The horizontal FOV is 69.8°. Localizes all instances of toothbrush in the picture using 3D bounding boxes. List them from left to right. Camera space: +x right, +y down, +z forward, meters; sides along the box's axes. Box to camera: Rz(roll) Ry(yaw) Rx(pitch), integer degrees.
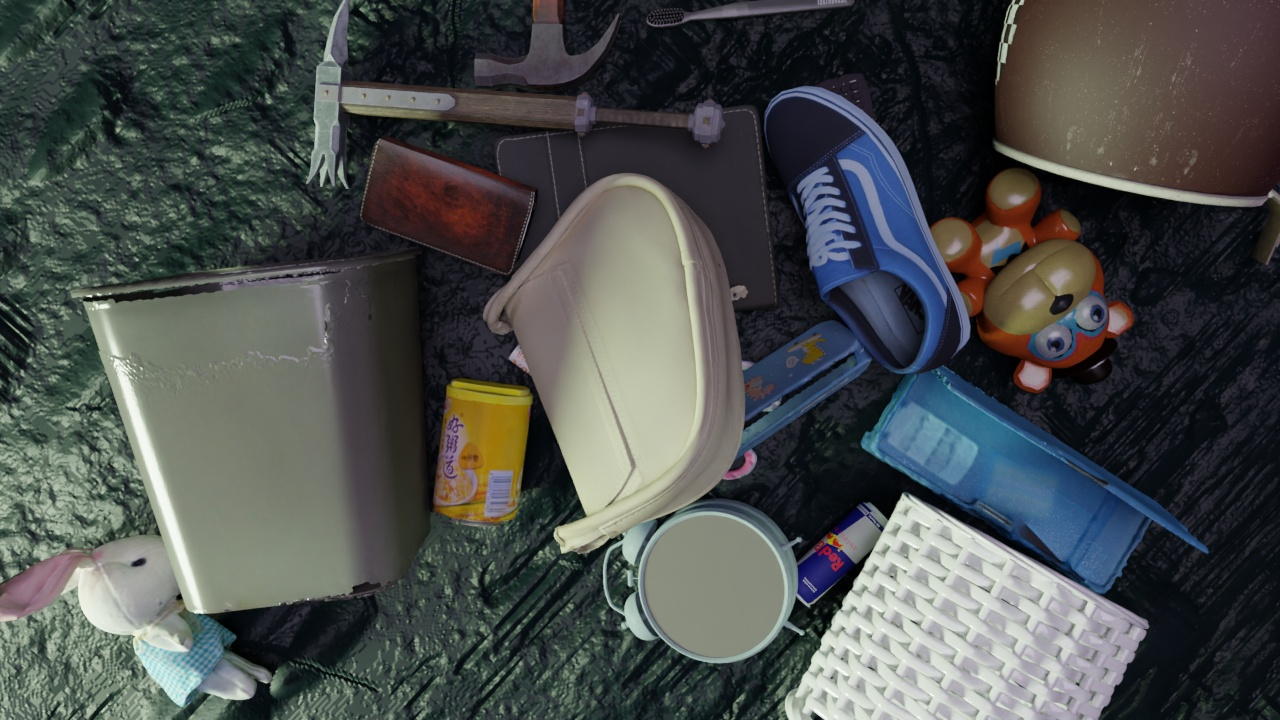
[{"bbox_3d":[0.087,-0.278,0.726,0.167,0.013,0.013,-7,93,-3],"label":"toothbrush"}]

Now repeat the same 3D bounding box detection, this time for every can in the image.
[{"bbox_3d":[-0.123,0.070,0.712,0.067,0.067,0.105,7,93,-2],"label":"can"},{"bbox_3d":[0.158,0.155,0.740,0.095,0.032,0.032,-43,93,1],"label":"can"}]

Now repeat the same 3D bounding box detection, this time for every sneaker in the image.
[{"bbox_3d":[0.154,-0.099,0.670,0.084,0.098,0.241,-35,80,40],"label":"sneaker"}]

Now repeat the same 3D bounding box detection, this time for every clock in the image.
[{"bbox_3d":[0.047,0.173,0.721,0.159,0.045,0.122,-2,90,14],"label":"clock"}]

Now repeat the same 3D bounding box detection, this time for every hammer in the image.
[{"bbox_3d":[-0.094,-0.193,0.688,0.317,0.028,0.147,6,96,8],"label":"hammer"},{"bbox_3d":[-0.069,-0.362,0.710,0.111,0.028,0.300,1,93,0],"label":"hammer"}]

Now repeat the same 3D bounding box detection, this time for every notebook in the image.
[{"bbox_3d":[-0.002,-0.110,0.725,0.209,0.029,0.169,-7,94,-2],"label":"notebook"}]

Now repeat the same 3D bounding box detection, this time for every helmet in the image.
[{"bbox_3d":[0.372,-0.203,0.644,0.233,0.233,0.254,20,115,23],"label":"helmet"}]

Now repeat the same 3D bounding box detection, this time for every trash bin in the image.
[{"bbox_3d":[-0.248,0.041,0.655,0.197,0.197,0.220,-6,100,0],"label":"trash bin"}]

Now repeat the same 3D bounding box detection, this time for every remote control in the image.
[{"bbox_3d":[0.172,-0.166,0.734,0.046,0.009,0.124,-16,93,0],"label":"remote control"}]

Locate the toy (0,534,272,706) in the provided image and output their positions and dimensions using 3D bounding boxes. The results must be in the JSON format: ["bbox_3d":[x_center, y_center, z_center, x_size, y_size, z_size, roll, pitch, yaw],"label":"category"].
[{"bbox_3d":[-0.371,0.193,0.706,0.205,0.131,0.105,34,71,-15],"label":"toy"}]

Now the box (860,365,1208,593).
[{"bbox_3d":[0.300,0.094,0.701,0.231,0.110,0.094,33,91,-3],"label":"box"}]

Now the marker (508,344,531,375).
[{"bbox_3d":[-0.043,0.036,0.737,0.145,0.017,0.017,37,92,-2],"label":"marker"}]

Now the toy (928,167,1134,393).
[{"bbox_3d":[0.300,-0.056,0.707,0.112,0.096,0.176,-40,104,7],"label":"toy"}]

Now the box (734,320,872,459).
[{"bbox_3d":[0.075,0.036,0.704,0.210,0.069,0.064,-35,80,-1],"label":"box"}]

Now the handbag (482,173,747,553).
[{"bbox_3d":[-0.004,0.004,0.669,0.184,0.132,0.229,-28,67,17],"label":"handbag"}]

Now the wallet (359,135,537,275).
[{"bbox_3d":[-0.144,-0.116,0.689,0.123,0.019,0.072,20,117,-3],"label":"wallet"}]

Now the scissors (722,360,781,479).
[{"bbox_3d":[0.032,0.015,0.738,0.179,0.016,0.108,32,93,-3],"label":"scissors"}]

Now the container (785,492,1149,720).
[{"bbox_3d":[0.232,0.222,0.668,0.189,0.189,0.187,28,91,-3],"label":"container"}]
